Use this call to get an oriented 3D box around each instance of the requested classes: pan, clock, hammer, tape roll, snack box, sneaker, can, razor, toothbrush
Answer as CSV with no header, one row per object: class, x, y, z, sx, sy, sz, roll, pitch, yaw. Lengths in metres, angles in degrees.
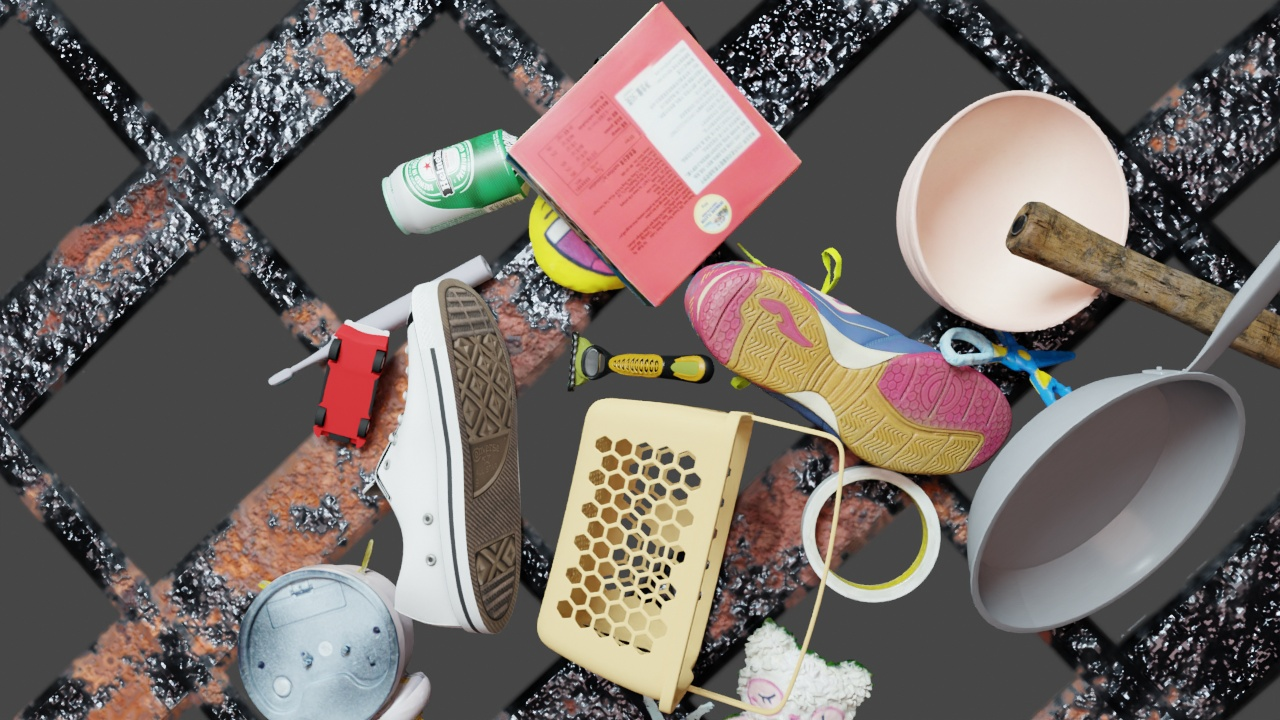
pan,0.307,0.022,0.535,0.200,0.050,0.357,4,119,-27
clock,-0.214,0.220,0.659,0.117,0.058,0.158,-20,87,6
hammer,0.376,-0.014,0.579,0.330,0.033,0.120,21,91,-9
tape roll,0.161,0.121,0.644,0.094,0.019,0.094,0,88,6
snack box,0.009,-0.135,0.620,0.142,0.040,0.145,-45,102,-5
sneaker,-0.148,0.067,0.649,0.097,0.091,0.245,-5,90,18
can,-0.130,-0.128,0.662,0.101,0.053,0.053,-19,87,5
sneaker,0.142,-0.004,0.627,0.241,0.091,0.116,27,97,-13
razor,-0.004,0.004,0.623,0.144,0.021,0.044,3,88,49
toothbrush,-0.196,-0.026,0.684,0.188,0.019,0.018,-28,73,4

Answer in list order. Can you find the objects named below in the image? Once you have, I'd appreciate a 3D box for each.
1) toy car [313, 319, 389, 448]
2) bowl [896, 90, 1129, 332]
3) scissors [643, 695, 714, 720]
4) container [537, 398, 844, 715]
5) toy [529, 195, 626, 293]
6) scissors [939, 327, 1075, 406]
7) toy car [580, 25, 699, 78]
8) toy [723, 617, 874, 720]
toy car,-0.212,0.018,0.673,0.038,0.025,0.090,16,111,-7
bowl,0.232,-0.093,0.606,0.153,0.076,0.153,0,91,-11
scissors,0.028,0.263,0.629,0.119,0.014,0.130,30,128,-4
container,0.039,0.121,0.600,0.167,0.129,0.183,13,90,15
toy,-0.033,-0.095,0.658,0.095,0.041,0.094,-32,91,-1
scissors,0.249,0.001,0.608,0.130,0.125,0.014,8,134,-26
toy car,0.002,-0.204,0.659,0.092,0.036,0.042,-25,88,0
toy,0.103,0.246,0.638,0.096,0.041,0.109,24,97,4
